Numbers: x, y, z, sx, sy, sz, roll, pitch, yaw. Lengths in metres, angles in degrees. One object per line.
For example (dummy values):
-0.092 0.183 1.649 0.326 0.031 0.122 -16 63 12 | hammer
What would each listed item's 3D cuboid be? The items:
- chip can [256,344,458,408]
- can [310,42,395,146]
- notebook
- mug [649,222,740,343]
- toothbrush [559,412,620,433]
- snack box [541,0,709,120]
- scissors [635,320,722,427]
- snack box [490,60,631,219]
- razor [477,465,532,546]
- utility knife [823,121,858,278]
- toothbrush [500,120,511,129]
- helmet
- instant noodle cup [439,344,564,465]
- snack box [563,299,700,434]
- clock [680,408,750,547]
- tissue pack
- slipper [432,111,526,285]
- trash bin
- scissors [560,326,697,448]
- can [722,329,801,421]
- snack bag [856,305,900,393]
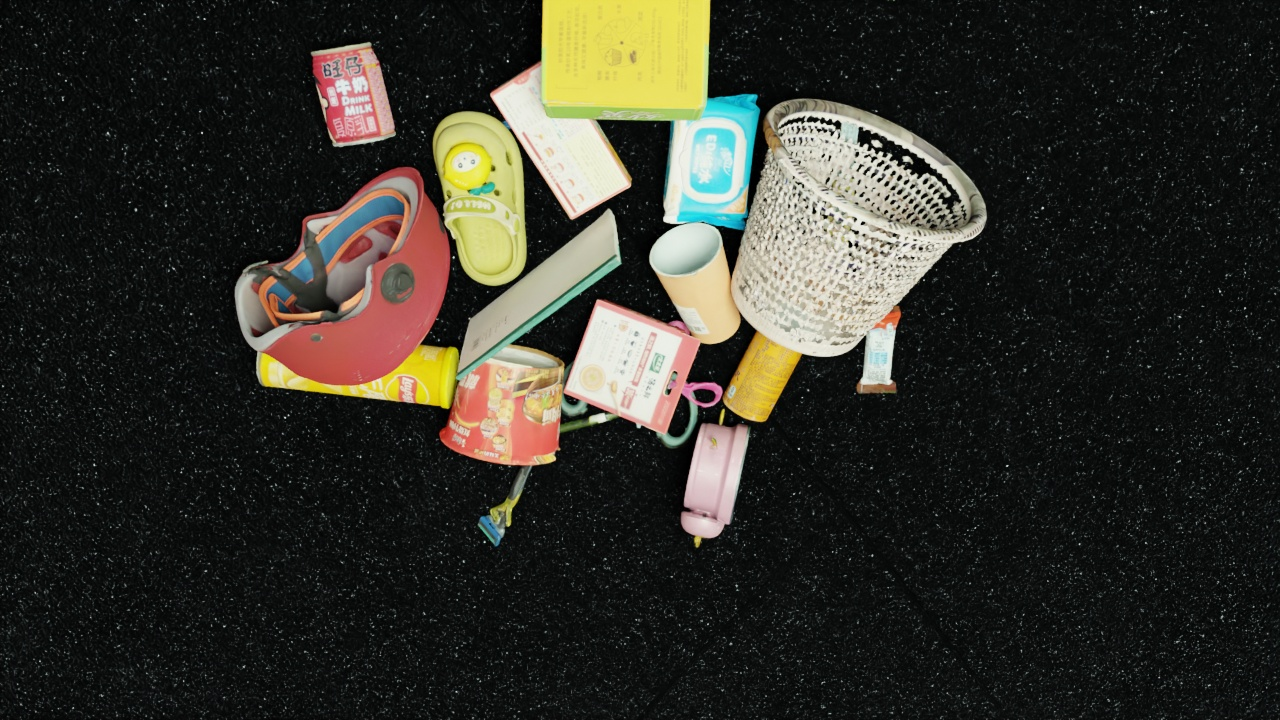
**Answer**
-0.318 0.008 1.045 0.213 0.072 0.072 7 111 -3 | chip can
-0.293 -0.272 0.937 0.066 0.066 0.094 -8 112 3 | can
-0.108 -0.072 0.971 0.209 0.150 0.012 -35 114 13 | notebook
0.065 -0.077 0.991 0.078 0.078 0.123 -19 135 8 | mug
-0.057 0.068 1.100 0.186 0.012 0.017 -15 105 6 | toothbrush
-0.014 -0.339 0.876 0.157 0.070 0.210 1 94 0 | snack box
0.033 0.023 1.053 0.135 0.017 0.133 27 100 -1 | scissors
-0.081 -0.233 0.962 0.077 0.027 0.156 -27 114 15 | snack box
-0.156 0.160 1.133 0.043 0.022 0.143 39 109 32 | razor
0.217 -0.160 1.009 0.031 0.022 0.213 2 108 -4 | utility knife
-0.071 -0.269 0.967 0.190 0.016 0.014 -14 117 9 | toothbrush
-0.285 -0.073 0.957 0.239 0.207 0.144 -47 132 -14 | helmet
-0.150 0.044 1.030 0.138 0.138 0.109 10 101 -4 | instant noodle cup
-0.006 0.006 1.025 0.127 0.044 0.113 22 96 12 | snack box
0.086 0.145 1.077 0.060 0.117 0.159 11 109 7 | clock
0.073 -0.210 0.960 0.090 0.063 0.140 5 112 -1 | tissue pack
-0.167 -0.165 0.973 0.091 0.081 0.191 -7 114 1 | slipper
0.193 -0.119 0.917 0.227 0.226 0.193 18 129 -7 | trash bin
-0.020 0.034 1.075 0.179 0.019 0.170 -16 101 8 | scissors
0.149 -0.004 1.045 0.058 0.058 0.146 22 110 -8 | can
0.274 -0.011 1.058 0.048 0.026 0.104 -2 113 8 | snack bag
